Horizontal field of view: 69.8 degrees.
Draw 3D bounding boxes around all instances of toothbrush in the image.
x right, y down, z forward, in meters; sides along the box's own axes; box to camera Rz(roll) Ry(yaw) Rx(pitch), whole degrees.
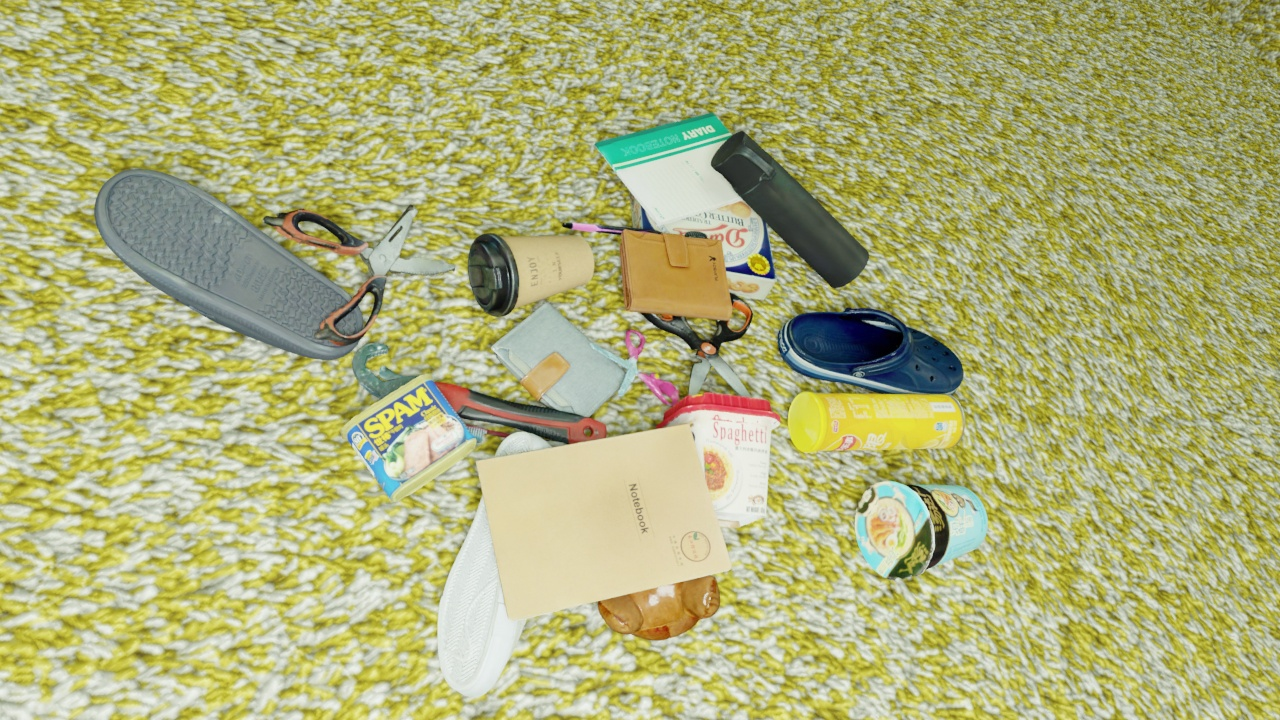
[{"bbox_3d":[-0.004,-0.157,1.114,0.189,0.014,0.017,4,47,-18],"label":"toothbrush"},{"bbox_3d":[-0.103,0.091,0.963,0.187,0.016,0.017,13,63,-15],"label":"toothbrush"}]

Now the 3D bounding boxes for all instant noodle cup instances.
[{"bbox_3d":[0.083,0.109,0.978,0.116,0.117,0.124,7,68,-20],"label":"instant noodle cup"},{"bbox_3d":[0.324,0.184,1.038,0.120,0.111,0.111,-3,60,-34],"label":"instant noodle cup"}]

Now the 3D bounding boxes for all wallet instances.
[{"bbox_3d":[-0.089,0.004,1.012,0.129,0.037,0.106,42,51,5],"label":"wallet"},{"bbox_3d":[0.042,-0.101,1.090,0.131,0.031,0.107,5,65,-22],"label":"wallet"}]

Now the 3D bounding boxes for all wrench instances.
[{"bbox_3d":[-0.166,0.044,0.953,0.273,0.016,0.056,18,64,-6],"label":"wrench"}]

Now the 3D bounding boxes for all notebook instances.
[{"bbox_3d":[0.061,-0.255,1.208,0.208,0.012,0.150,-23,67,-33],"label":"notebook"},{"bbox_3d":[-0.033,0.141,0.832,0.207,0.008,0.147,-9,67,-17],"label":"notebook"}]

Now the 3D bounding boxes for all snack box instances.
[{"bbox_3d":[0.079,-0.174,1.196,0.177,0.046,0.182,7,56,-19],"label":"snack box"}]

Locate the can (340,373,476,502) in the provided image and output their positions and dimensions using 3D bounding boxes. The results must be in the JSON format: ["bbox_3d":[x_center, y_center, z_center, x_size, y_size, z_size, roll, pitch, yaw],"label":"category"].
[{"bbox_3d":[-0.221,0.075,0.886,0.102,0.057,0.083,-35,82,-23],"label":"can"}]

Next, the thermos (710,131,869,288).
[{"bbox_3d":[0.198,-0.191,1.185,0.242,0.090,0.068,39,93,-23],"label":"thermos"}]

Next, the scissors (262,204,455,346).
[{"bbox_3d":[-0.287,-0.098,0.968,0.222,0.015,0.188,9,61,-43],"label":"scissors"}]

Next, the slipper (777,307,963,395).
[{"bbox_3d":[0.300,-0.020,1.164,0.252,0.095,0.105,10,58,-14],"label":"slipper"}]

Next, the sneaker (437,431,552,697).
[{"bbox_3d":[-0.114,0.193,0.857,0.090,0.090,0.241,36,57,-39],"label":"sneaker"}]

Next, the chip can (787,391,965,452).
[{"bbox_3d":[0.286,0.073,1.108,0.213,0.072,0.072,1,59,-23],"label":"chip can"}]

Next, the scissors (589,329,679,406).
[{"bbox_3d":[-0.006,0.005,1.039,0.133,0.017,0.134,30,36,-31],"label":"scissors"}]

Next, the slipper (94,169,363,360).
[{"bbox_3d":[-0.408,-0.076,0.905,0.268,0.084,0.110,34,47,-24],"label":"slipper"}]

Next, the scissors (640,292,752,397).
[{"bbox_3d":[0.077,-0.028,1.089,0.221,0.022,0.231,38,41,16],"label":"scissors"}]

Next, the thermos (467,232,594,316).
[{"bbox_3d":[-0.125,-0.103,1.038,0.143,0.093,0.093,-15,66,-38],"label":"thermos"}]

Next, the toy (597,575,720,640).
[{"bbox_3d":[-0.001,0.169,0.898,0.140,0.131,0.199,-12,54,-2],"label":"toy"}]
